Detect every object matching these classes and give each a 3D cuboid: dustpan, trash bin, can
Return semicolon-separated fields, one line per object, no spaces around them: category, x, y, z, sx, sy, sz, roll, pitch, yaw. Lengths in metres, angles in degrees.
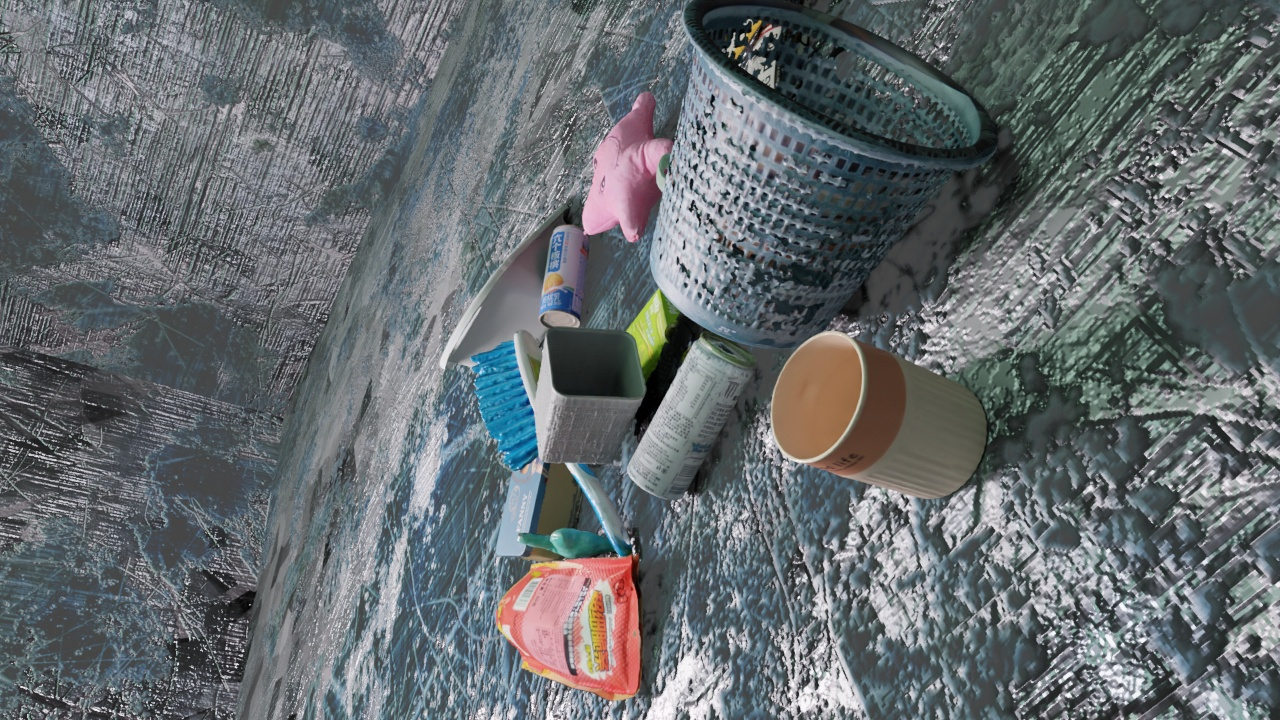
dustpan;-0.201;-0.094;1.291;0.223;0.142;0.257;-53;33;31
trash bin;0.105;-0.126;0.669;0.226;0.226;0.196;-102;28;-47
can;-0.098;-0.108;1.196;0.053;0.053;0.134;-33;45;51
can;0.044;0.050;0.811;0.147;0.058;0.058;-63;27;17

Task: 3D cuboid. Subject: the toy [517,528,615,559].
toy;-0.077;0.188;0.942;0.092;0.096;0.030;126;155;-69

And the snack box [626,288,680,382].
snack box;-0.006;0.006;0.974;0.157;0.026;0.085;-52;32;34

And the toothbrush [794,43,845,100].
toothbrush;0.138;-0.224;0.804;0.188;0.014;0.017;-56;10;-13

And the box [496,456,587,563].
box;-0.109;0.149;1.040;0.090;0.060;0.184;-22;52;56

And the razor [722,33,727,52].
razor;0.083;-0.381;1.057;0.043;0.028;0.132;91;172;-48

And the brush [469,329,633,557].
brush;-0.098;0.091;0.971;0.110;0.060;0.314;-32;56;17

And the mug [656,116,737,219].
mug;0.066;-0.172;0.850;0.106;0.111;0.082;-113;25;-47

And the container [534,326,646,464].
container;-0.055;0.039;0.902;0.115;0.090;0.090;110;157;-44

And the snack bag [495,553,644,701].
snack bag;-0.062;0.252;0.885;0.208;0.073;0.128;-17;63;53

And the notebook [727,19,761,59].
notebook;0.146;-0.390;0.913;0.207;0.010;0.145;-51;13;35

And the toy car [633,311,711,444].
toy car;0.032;0.023;0.868;0.070;0.042;0.158;-118;46;-58

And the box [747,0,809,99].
box;0.135;-0.285;0.882;0.070;0.055;0.164;-16;53;43

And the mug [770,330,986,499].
mug;0.141;0.033;0.581;0.114;0.105;0.081;27;97;64

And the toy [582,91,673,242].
toy;-0.018;-0.210;1.086;0.179;0.074;0.194;-54;32;31
